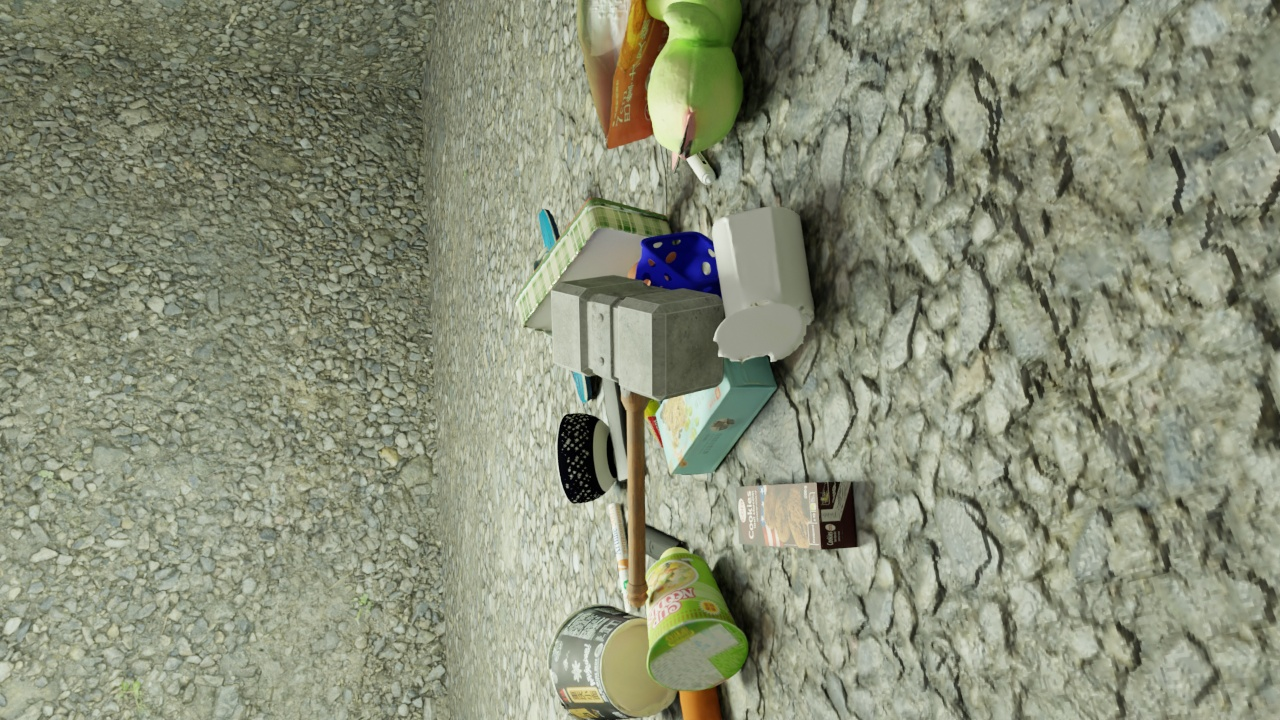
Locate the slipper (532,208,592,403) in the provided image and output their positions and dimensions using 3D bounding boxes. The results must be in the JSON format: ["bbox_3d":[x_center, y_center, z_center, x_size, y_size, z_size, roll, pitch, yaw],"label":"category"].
[{"bbox_3d":[-0.125,-0.078,1.343,0.118,0.060,0.295,166,92,-77],"label":"slipper"}]

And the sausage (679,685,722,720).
[{"bbox_3d":[0.051,0.311,0.958,0.045,0.039,0.164,115,149,-49],"label":"sausage"}]

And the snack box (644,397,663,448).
[{"bbox_3d":[-0.006,0.006,1.051,0.121,0.045,0.181,67,174,-31],"label":"snack box"}]

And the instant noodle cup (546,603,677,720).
[{"bbox_3d":[-0.023,0.346,1.044,0.112,0.137,0.137,-28,63,58],"label":"instant noodle cup"}]

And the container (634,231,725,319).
[{"bbox_3d":[0.037,-0.056,0.914,0.085,0.084,0.114,46,133,34],"label":"container"}]

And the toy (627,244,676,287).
[{"bbox_3d":[0.027,-0.060,1.029,0.095,0.065,0.127,135,122,-67],"label":"toy"}]

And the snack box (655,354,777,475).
[{"bbox_3d":[0.070,0.041,0.898,0.175,0.053,0.075,117,146,-52],"label":"snack box"}]

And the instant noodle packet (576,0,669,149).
[{"bbox_3d":[-0.003,-0.351,1.002,0.164,0.084,0.221,-44,-43,-60],"label":"instant noodle packet"}]

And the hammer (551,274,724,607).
[{"bbox_3d":[-0.004,0.089,0.865,0.163,0.082,0.318,17,113,49],"label":"hammer"}]

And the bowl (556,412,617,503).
[{"bbox_3d":[-0.061,0.127,1.215,0.120,0.066,0.120,-6,-91,-77],"label":"bowl"}]

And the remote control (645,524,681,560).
[{"bbox_3d":[0.018,0.220,1.086,0.147,0.015,0.033,179,91,-70],"label":"remote control"}]

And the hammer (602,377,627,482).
[{"bbox_3d":[-0.040,-0.003,1.193,0.127,0.029,0.323,-21,72,41],"label":"hammer"}]

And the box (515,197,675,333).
[{"bbox_3d":[-0.058,-0.105,1.102,0.206,0.117,0.051,-47,48,43],"label":"box"}]

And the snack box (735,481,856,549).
[{"bbox_3d":[0.126,0.129,0.769,0.141,0.031,0.051,156,113,-68],"label":"snack box"}]

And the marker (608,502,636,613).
[{"bbox_3d":[-0.023,0.256,1.196,0.017,0.017,0.145,121,145,-54],"label":"marker"}]

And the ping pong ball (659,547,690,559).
[{"bbox_3d":[0.040,0.222,0.992,0.040,0.040,0.040,180,90,-70],"label":"ping pong ball"}]

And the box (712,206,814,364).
[{"bbox_3d":[0.097,-0.056,0.746,0.126,0.084,0.155,45,-144,-71],"label":"box"}]

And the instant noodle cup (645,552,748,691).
[{"bbox_3d":[0.046,0.252,0.909,0.107,0.099,0.099,-107,25,-57],"label":"instant noodle cup"}]

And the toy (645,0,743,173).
[{"bbox_3d":[0.053,-0.286,0.888,0.150,0.107,0.197,117,144,-87],"label":"toy"}]

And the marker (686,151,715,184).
[{"bbox_3d":[0.053,-0.226,0.997,0.133,0.020,0.017,-113,21,-48],"label":"marker"}]
